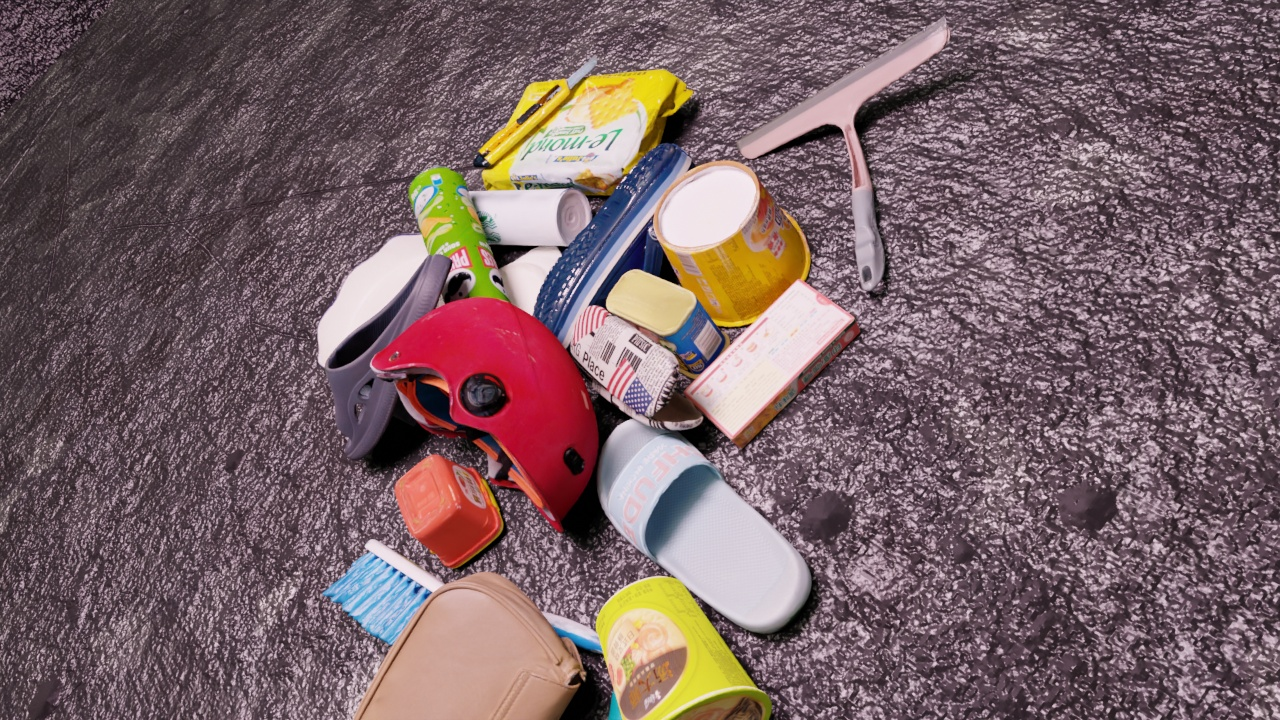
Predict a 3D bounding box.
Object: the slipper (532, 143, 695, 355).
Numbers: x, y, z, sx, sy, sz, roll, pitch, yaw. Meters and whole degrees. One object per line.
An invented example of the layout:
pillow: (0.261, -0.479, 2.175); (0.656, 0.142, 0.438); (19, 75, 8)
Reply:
slipper: (-0.019, -0.109, 0.961); (0.252, 0.095, 0.105); (-56, 19, -3)

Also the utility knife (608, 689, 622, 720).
utility knife: (-0.011, 0.280, 0.754); (0.029, 0.013, 0.182); (-4, 59, 27)

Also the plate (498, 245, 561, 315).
plate: (-0.144, -0.056, 1.036); (0.163, 0.034, 0.164); (-37, 49, 4)

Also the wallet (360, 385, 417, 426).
wallet: (-0.278, 0.019, 1.077); (0.121, 0.019, 0.097); (18, 71, 39)

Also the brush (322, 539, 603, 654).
brush: (-0.166, 0.240, 0.849); (0.315, 0.060, 0.109); (20, 69, 35)

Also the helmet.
helmet: (-0.121, 0.034, 0.857); (0.240, 0.207, 0.143); (36, 73, 17)

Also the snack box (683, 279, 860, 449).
snack box: (0.120, 0.002, 0.848); (0.155, 0.027, 0.077); (-44, 49, -2)

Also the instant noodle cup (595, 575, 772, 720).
instant noodle cup: (0.022, 0.237, 0.704); (0.112, 0.111, 0.123); (-37, 45, 4)

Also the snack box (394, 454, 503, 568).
snack box: (-0.193, 0.146, 0.903); (0.082, 0.080, 0.091); (-39, 50, 4)

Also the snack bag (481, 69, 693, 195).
snack bag: (-0.066, -0.265, 1.101); (0.247, 0.068, 0.157); (5, 62, 34)

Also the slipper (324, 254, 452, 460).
slipper: (-0.277, -0.012, 0.964); (0.269, 0.083, 0.110); (-57, 18, 32)

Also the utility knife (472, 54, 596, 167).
utility knife: (-0.126, -0.301, 1.105); (0.202, 0.015, 0.033); (-43, 51, -2)

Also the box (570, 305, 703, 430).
box: (-0.006, 0.004, 0.853); (0.075, 0.087, 0.162); (-11, 30, -30)

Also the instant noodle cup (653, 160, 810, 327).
instant noodle cup: (0.083, -0.119, 0.893); (0.138, 0.110, 0.137); (-16, 53, 22)

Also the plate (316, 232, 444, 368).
plate: (-0.306, -0.065, 1.113); (0.205, 0.045, 0.204); (-23, 45, 26)

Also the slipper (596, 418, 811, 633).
slipper: (0.040, 0.133, 0.780); (0.104, 0.074, 0.245); (-48, 50, -4)

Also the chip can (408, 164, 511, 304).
chip can: (-0.197, -0.111, 1.012); (0.072, 0.072, 0.235); (-31, 58, 10)

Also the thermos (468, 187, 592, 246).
thermos: (-0.169, -0.170, 1.100); (0.225, 0.073, 0.073); (6, 64, 33)

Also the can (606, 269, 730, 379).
can: (0.025, -0.036, 0.890); (0.102, 0.083, 0.057); (26, 76, 39)

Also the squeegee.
squeegee: (0.212, -0.169, 0.897); (0.248, 0.040, 0.249); (-24, 55, 36)

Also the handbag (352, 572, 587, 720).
handbag: (-0.144, 0.282, 0.755); (0.148, 0.099, 0.204); (33, 93, 12)
